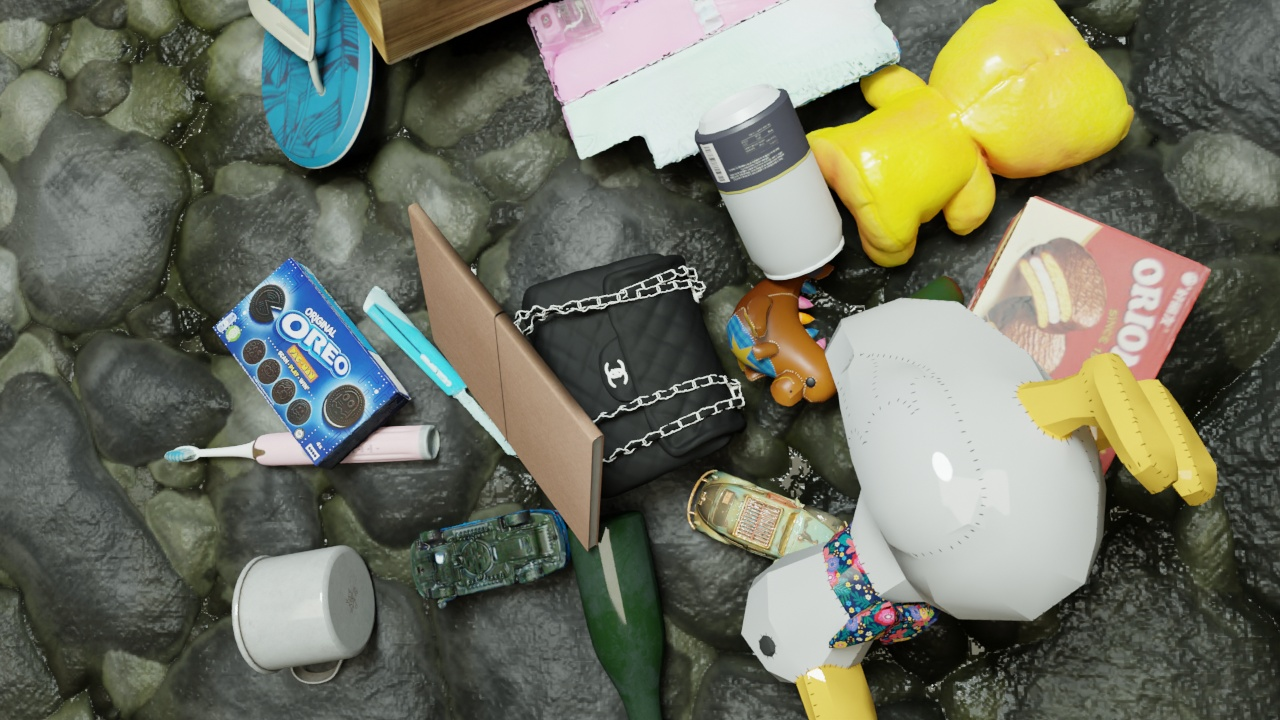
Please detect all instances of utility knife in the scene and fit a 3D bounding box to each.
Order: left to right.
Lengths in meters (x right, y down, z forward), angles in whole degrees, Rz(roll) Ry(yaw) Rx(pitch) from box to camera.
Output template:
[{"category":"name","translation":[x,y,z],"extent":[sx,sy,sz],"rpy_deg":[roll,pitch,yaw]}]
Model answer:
[{"category":"utility knife","translation":[-0.148,0.008,0.692],"extent":[0.169,0.015,0.022],"rpy_deg":[44,102,8]}]

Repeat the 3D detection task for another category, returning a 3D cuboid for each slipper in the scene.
[{"category":"slipper","translation":[-0.254,-0.292,0.693],"extent":[0.118,0.060,0.294],"rpy_deg":[0,84,33]}]

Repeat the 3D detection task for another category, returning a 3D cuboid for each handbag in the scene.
[{"category":"handbag","translation":[-0.004,0.004,0.613],"extent":[0.125,0.114,0.153],"rpy_deg":[-21,80,5]}]

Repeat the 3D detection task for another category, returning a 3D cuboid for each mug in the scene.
[{"category":"mug","translation":[-0.238,0.191,0.671],"extent":[0.070,0.084,0.113],"rpy_deg":[-11,119,8]}]

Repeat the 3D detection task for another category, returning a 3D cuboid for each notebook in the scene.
[{"category":"notebook","translation":[-0.088,0.012,0.595],"extent":[0.008,0.142,0.209],"rpy_deg":[-29,61,-23]}]

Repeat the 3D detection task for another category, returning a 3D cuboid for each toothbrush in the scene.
[{"category":"toothbrush","translation":[-0.262,0.068,0.703],"extent":[0.223,0.026,0.027],"rpy_deg":[-4,89,11]}]

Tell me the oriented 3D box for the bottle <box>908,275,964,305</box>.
[{"category":"bottle","translation":[0.170,-0.019,0.625],"extent":[0.106,0.025,0.025],"rpy_deg":[-35,81,7]}]

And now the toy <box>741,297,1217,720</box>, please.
[{"category":"toy","translation":[0.157,0.080,0.511],"extent":[0.268,0.140,0.246],"rpy_deg":[-31,60,34]}]

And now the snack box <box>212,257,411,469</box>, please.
[{"category":"snack box","translation":[-0.247,0.000,0.689],"extent":[0.082,0.027,0.150],"rpy_deg":[-44,72,-1]}]

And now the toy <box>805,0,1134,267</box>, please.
[{"category":"toy","translation":[0.204,-0.157,0.597],"extent":[0.194,0.087,0.134],"rpy_deg":[-30,78,8]}]

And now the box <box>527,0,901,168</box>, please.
[{"category":"box","translation":[0.048,-0.223,0.644],"extent":[0.230,0.035,0.159],"rpy_deg":[-23,73,9]}]

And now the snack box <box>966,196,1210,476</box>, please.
[{"category":"snack box","translation":[0.246,0.026,0.589],"extent":[0.113,0.060,0.236],"rpy_deg":[26,92,13]}]

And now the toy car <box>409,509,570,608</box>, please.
[{"category":"toy car","translation":[-0.107,0.140,0.660],"extent":[0.120,0.043,0.056],"rpy_deg":[-15,84,13]}]

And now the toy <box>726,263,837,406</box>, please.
[{"category":"toy","translation":[0.112,-0.020,0.624],"extent":[0.102,0.071,0.090],"rpy_deg":[-39,71,-17]}]

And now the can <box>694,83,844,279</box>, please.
[{"category":"can","translation":[0.087,-0.110,0.597],"extent":[0.064,0.064,0.127],"rpy_deg":[-26,114,8]}]

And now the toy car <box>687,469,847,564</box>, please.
[{"category":"toy car","translation":[0.085,0.112,0.622],"extent":[0.112,0.047,0.047],"rpy_deg":[20,87,11]}]

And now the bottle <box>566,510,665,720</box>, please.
[{"category":"bottle","translation":[-0.007,0.194,0.633],"extent":[0.055,0.055,0.174],"rpy_deg":[-13,86,10]}]

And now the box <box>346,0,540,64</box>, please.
[{"category":"box","translation":[-0.147,-0.383,0.595],"extent":[0.246,0.176,0.279],"rpy_deg":[-31,82,-16]}]
